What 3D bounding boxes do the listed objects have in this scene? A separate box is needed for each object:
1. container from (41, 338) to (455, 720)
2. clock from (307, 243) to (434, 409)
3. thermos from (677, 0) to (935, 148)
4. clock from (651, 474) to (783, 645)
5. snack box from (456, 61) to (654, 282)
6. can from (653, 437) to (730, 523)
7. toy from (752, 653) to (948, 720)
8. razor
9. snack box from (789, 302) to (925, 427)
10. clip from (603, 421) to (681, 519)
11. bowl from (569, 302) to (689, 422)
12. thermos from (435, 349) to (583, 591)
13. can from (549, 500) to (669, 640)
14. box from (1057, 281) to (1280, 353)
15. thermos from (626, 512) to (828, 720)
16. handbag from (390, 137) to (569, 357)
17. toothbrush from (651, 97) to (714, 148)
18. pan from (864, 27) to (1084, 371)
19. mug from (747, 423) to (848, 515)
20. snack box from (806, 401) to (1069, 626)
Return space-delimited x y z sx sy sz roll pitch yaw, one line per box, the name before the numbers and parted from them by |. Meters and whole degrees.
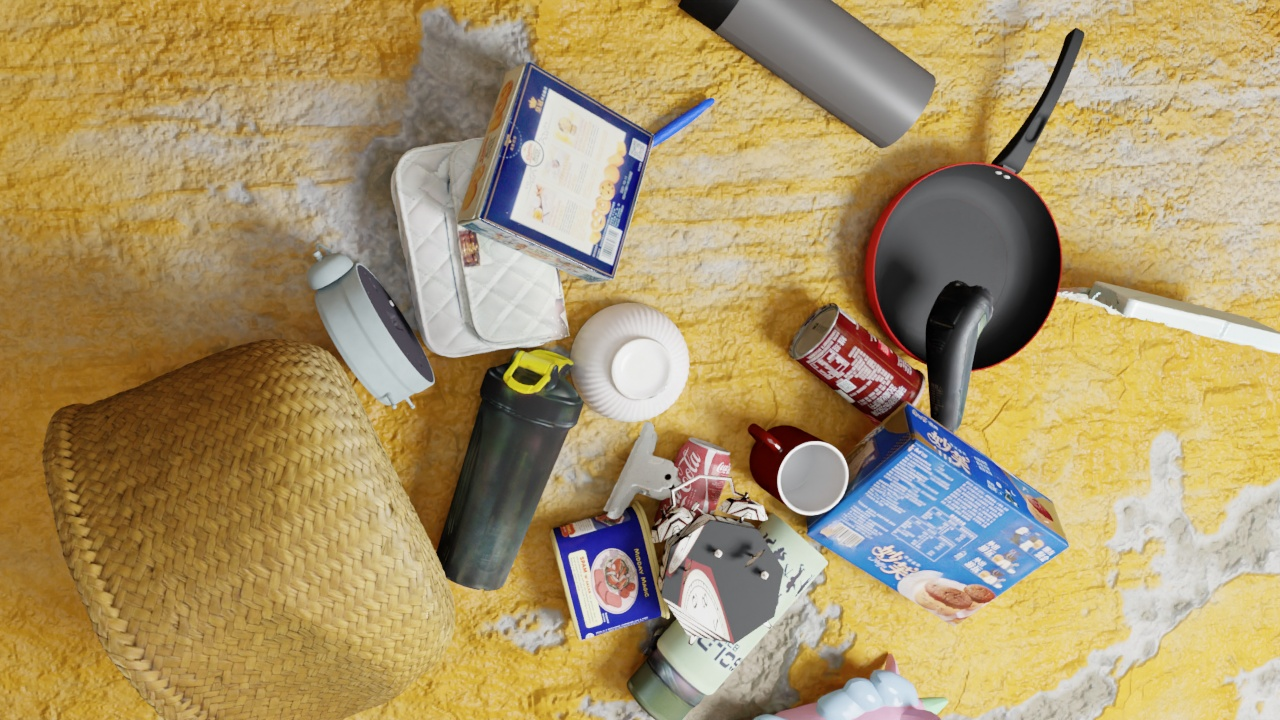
container | -0.281 0.132 0.718 0.196 0.307 0.307 -28 102 -16
clock | -0.236 -0.032 0.796 0.045 0.122 0.159 -32 89 -3
thermos | 0.157 -0.300 0.863 0.240 0.082 0.082 30 90 -14
clock | 0.070 0.182 0.849 0.114 0.065 0.154 -11 90 -4
snack box | -0.070 -0.160 0.801 0.145 0.043 0.144 22 80 -35
can | 0.052 0.129 0.908 0.054 0.054 0.096 19 93 -14
toy | 0.198 0.391 0.949 0.222 0.120 0.171 13 104 -14
razor | 0.313 -0.002 0.902 0.067 0.054 0.151 -9 109 -26
snack box | 0.216 0.005 0.919 0.121 0.072 0.072 36 88 -13
clip | 0.008 0.106 0.874 0.101 0.059 0.050 -65 146 -25
bowl | -0.005 0.005 0.877 0.118 0.062 0.118 -1 97 -12
thermos | -0.124 0.098 0.849 0.098 0.098 0.221 20 97 -14
can | -0.031 0.207 0.900 0.092 0.056 0.116 -14 100 -9
box | 0.541 -0.050 0.947 0.197 0.134 0.041 12 104 -13
thermos | 0.081 0.261 0.922 0.082 0.082 0.231 43 87 -13
handbag | -0.144 -0.101 0.829 0.138 0.072 0.195 -12 99 -13
toothbrush | -0.004 -0.201 0.875 0.182 0.016 0.018 -36 97 -5
pan | 0.355 -0.161 0.929 0.209 0.067 0.356 22 92 -14
mug | 0.144 0.097 0.909 0.105 0.082 0.073 41 87 -13
snack box | 0.292 0.158 0.921 0.202 0.069 0.155 33 120 -13
